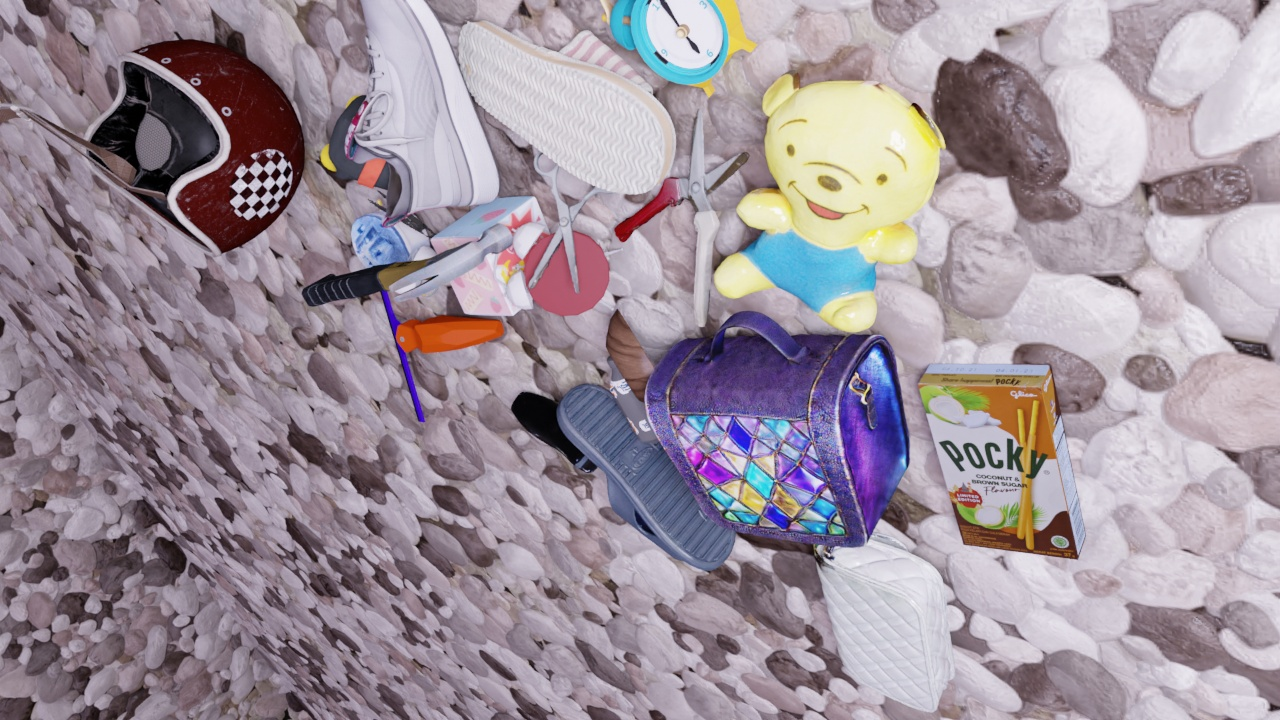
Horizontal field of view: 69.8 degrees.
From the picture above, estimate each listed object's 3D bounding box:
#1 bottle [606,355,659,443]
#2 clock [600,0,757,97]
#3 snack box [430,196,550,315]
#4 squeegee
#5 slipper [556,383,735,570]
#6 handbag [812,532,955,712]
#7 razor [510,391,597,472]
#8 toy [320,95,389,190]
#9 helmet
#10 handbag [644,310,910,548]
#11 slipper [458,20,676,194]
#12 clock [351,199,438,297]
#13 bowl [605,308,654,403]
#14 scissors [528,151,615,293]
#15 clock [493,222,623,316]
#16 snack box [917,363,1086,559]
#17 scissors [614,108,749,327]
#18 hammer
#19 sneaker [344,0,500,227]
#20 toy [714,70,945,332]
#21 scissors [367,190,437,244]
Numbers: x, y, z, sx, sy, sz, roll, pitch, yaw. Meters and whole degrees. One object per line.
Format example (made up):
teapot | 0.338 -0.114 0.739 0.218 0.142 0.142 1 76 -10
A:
bottle | -0.004 0.040 1.019 0.047 0.046 0.112 -9 119 44
clock | 0.025 -0.271 0.722 0.129 0.043 0.099 41 141 -8
snack box | -0.148 -0.110 0.970 0.080 0.092 0.095 4 126 39
squeegee | -0.252 -0.034 1.155 0.185 0.055 0.250 -3 109 28
slipper | 0.002 0.139 1.072 0.263 0.101 0.083 45 149 7
handbag | 0.264 0.276 0.986 0.139 0.072 0.195 16 135 42
razor | -0.100 0.086 1.145 0.140 0.053 0.064 32 173 23
toy | -0.269 -0.224 0.975 0.119 0.097 0.100 28 176 -18
helmet | -0.519 -0.239 1.041 0.233 0.253 0.234 27 163 27
handbag | 0.128 0.053 0.856 0.205 0.125 0.222 0 126 41
slipper | -0.065 -0.237 0.822 0.263 0.052 0.115 34 137 28
clock | -0.289 -0.128 1.100 0.089 0.051 0.125 -31 99 45
bowl | -0.006 0.005 0.945 0.119 0.032 0.119 58 180 -1
scissors | -0.079 -0.146 0.881 0.165 0.142 0.014 50 -172 19
clock | -0.083 -0.090 0.916 0.124 0.044 0.087 9 100 -4
snack box | 0.317 0.088 0.801 0.101 0.031 0.186 0 124 40
scissors | 0.043 -0.120 0.838 0.200 0.015 0.179 -16 95 52
hammer | -0.268 -0.084 0.948 0.334 0.117 0.025 -3 119 48
sneaker | -0.234 -0.252 0.873 0.097 0.128 0.263 42 154 51
toy | 0.149 -0.125 0.715 0.149 0.083 0.214 22 136 14
scissors | -0.222 -0.138 1.034 0.154 0.012 0.163 5 145 21
